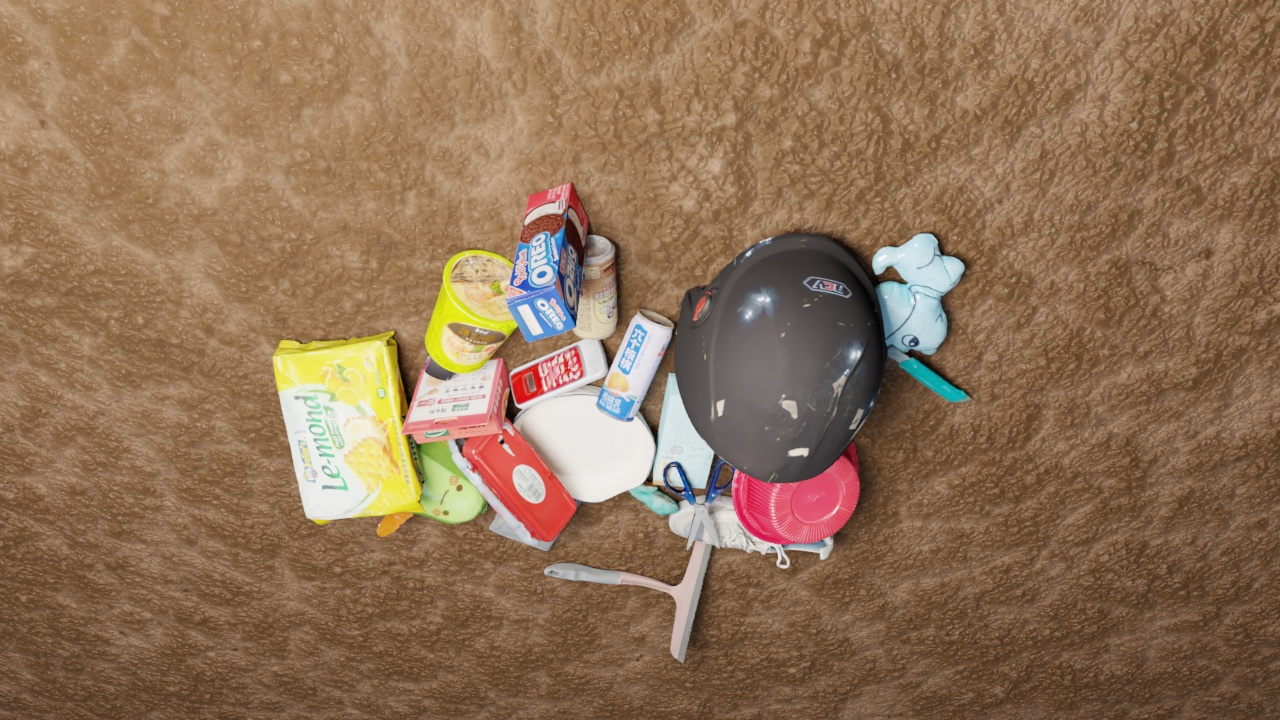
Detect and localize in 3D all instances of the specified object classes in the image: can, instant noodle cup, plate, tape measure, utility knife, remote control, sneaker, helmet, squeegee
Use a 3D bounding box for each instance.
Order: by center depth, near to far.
[{"bbox_3d":[0.161,0.002,1.043,0.233,0.229,0.275,13,123,-12],"label":"helmet"},{"bbox_3d":[-0.057,-0.086,1.080,0.058,0.058,0.116,1,130,1],"label":"can"},{"bbox_3d":[-0.199,-0.049,1.091,0.111,0.111,0.124,22,135,-17],"label":"instant noodle cup"},{"bbox_3d":[-0.007,0.007,1.135,0.053,0.053,0.135,19,108,-14],"label":"can"},{"bbox_3d":[-0.249,-0.005,1.154,0.039,0.057,0.057,21,130,-15],"label":"tape measure"},{"bbox_3d":[0.364,0.019,1.162,0.029,0.013,0.186,-23,143,39],"label":"utility knife"},{"bbox_3d":[-0.106,0.016,1.170,0.136,0.055,0.020,-22,158,20],"label":"remote control"},{"bbox_3d":[0.222,0.173,1.235,0.193,0.066,0.194,-5,108,-16],"label":"instant noodle cup"},{"bbox_3d":[-0.081,0.111,1.255,0.205,0.045,0.205,1,131,1],"label":"plate"},{"bbox_3d":[0.162,0.255,1.340,0.242,0.090,0.090,0,129,2],"label":"sneaker"},{"bbox_3d":[-0.029,0.351,1.460,0.249,0.040,0.248,11,114,-1],"label":"squeegee"}]

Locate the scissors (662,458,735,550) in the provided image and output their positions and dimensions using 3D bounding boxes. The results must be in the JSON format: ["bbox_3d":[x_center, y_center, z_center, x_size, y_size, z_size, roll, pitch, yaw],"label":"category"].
[{"bbox_3d":[0.079,0.195,1.263,0.163,0.012,0.163,30,116,-19],"label":"scissors"}]

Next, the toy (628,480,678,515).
[{"bbox_3d":[0.016,0.194,1.320,0.092,0.030,0.097,36,159,-13],"label":"toy"}]

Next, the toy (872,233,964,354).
[{"bbox_3d":[0.318,-0.068,1.090,0.161,0.049,0.157,34,123,-21],"label":"toy"}]

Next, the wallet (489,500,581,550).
[{"bbox_3d":[-0.158,0.227,1.360,0.106,0.036,0.130,21,127,-16],"label":"wallet"}]

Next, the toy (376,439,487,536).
[{"bbox_3d":[-0.315,0.151,1.263,0.246,0.089,0.227,28,112,-15],"label":"toy"}]

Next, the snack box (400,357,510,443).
[{"bbox_3d":[-0.230,0.058,1.161,0.113,0.126,0.044,-7,129,8],"label":"snack box"}]

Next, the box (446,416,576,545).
[{"bbox_3d":[-0.184,0.160,1.234,0.099,0.095,0.201,8,141,46],"label":"box"}]

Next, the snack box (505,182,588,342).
[{"bbox_3d":[-0.094,-0.107,0.966,0.057,0.207,0.058,-14,128,13],"label":"snack box"}]

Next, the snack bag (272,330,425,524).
[{"bbox_3d":[-0.364,0.085,1.169,0.158,0.068,0.246,-8,97,9],"label":"snack bag"}]

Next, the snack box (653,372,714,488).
[{"bbox_3d":[0.064,0.097,1.234,0.074,0.051,0.175,5,131,-5],"label":"snack box"}]
